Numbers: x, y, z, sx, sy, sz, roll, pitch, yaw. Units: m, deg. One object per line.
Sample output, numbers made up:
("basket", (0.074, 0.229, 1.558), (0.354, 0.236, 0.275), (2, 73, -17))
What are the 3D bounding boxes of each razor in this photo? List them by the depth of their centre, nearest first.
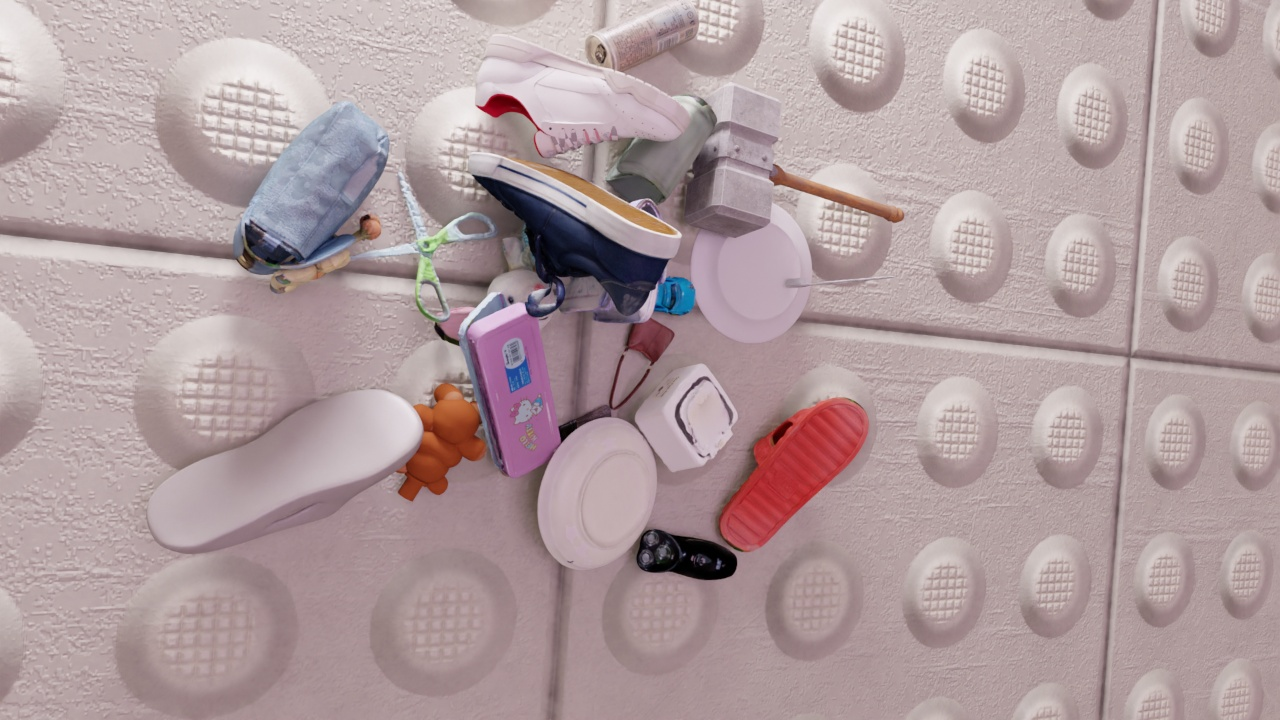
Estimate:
("razor", (0.062, 0.244, 1.136), (0.140, 0.064, 0.053), (16, 86, -25))

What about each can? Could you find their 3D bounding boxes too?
("can", (0.004, -0.383, 1.085), (0.135, 0.054, 0.054), (-32, 106, -21))

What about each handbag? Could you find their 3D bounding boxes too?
("handbag", (-0.313, -0.152, 0.905), (0.118, 0.122, 0.191), (41, 70, -21))
("handbag", (-0.027, -0.107, 1.024), (0.069, 0.159, 0.126), (14, 85, -23))
("handbag", (0.024, -0.244, 1.073), (0.067, 0.106, 0.121), (39, 75, -20))
("handbag", (-0.007, 0.007, 1.116), (0.055, 0.029, 0.119), (29, 85, -22))

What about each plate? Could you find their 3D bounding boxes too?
("plate", (-0.039, 0.158, 1.066), (0.181, 0.034, 0.182), (-11, 106, -44))
("plate", (0.151, -0.116, 1.191), (0.188, 0.016, 0.188), (-1, 93, -26))

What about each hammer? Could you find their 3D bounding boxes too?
("hammer", (0.215, -0.221, 1.171), (0.317, 0.083, 0.162), (11, 80, -26))

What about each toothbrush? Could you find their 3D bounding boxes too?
("toothbrush", (0.242, -0.100, 1.124), (0.010, 0.182, 0.010), (16, 82, -31))

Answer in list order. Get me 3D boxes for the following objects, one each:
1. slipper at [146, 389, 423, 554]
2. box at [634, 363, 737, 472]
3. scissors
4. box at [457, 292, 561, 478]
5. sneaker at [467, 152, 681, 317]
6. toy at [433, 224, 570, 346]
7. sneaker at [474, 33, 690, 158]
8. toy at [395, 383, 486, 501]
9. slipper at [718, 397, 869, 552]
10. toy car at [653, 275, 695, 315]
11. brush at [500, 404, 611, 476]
("slipper", (-0.347, 0.122, 0.923), (0.265, 0.081, 0.113), (-28, 60, -27))
("box", (0.070, 0.069, 1.103), (0.106, 0.091, 0.102), (-47, 109, -36))
("scissors", (-0.231, -0.123, 0.986), (0.172, 0.021, 0.171), (-15, 87, -25))
("box", (-0.140, 0.032, 0.972), (0.077, 0.065, 0.214), (-39, 141, -32))
("sneaker", (-0.092, -0.128, 0.947), (0.120, 0.295, 0.127), (-1, 119, -48))
("toy", (-0.116, -0.083, 1.012), (0.131, 0.106, 0.205), (36, 78, -26))
("sneaker", (-0.070, -0.265, 1.002), (0.236, 0.090, 0.104), (20, 91, 1))
("toy", (-0.220, 0.093, 0.999), (0.095, 0.065, 0.127), (34, 86, -17))
("slipper", (0.191, 0.140, 1.200), (0.248, 0.059, 0.103), (-46, 110, -1))
("toy car", (0.024, -0.082, 1.121), (0.105, 0.032, 0.048), (5, 89, -28))
("brush", (-0.097, 0.098, 1.079), (0.151, 0.012, 0.039), (-24, 103, -24))
